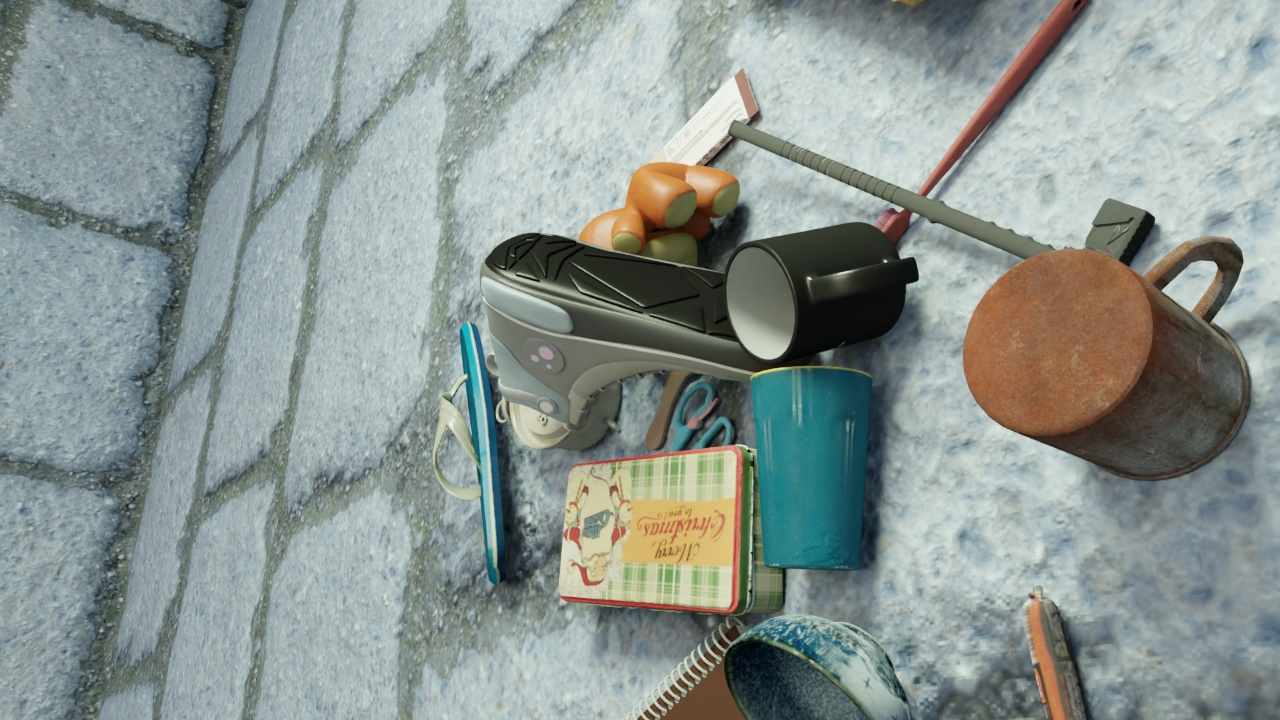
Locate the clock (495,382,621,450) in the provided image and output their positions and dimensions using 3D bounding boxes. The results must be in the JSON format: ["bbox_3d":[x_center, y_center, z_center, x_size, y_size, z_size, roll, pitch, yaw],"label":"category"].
[{"bbox_3d":[-0.079,0.037,0.846,0.157,0.061,0.103,-15,67,41],"label":"clock"}]

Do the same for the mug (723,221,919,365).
[{"bbox_3d":[0.119,-0.045,0.573,0.114,0.087,0.078,-7,96,64],"label":"mug"}]

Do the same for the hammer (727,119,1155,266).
[{"bbox_3d":[0.159,-0.105,0.604,0.325,0.015,0.095,39,109,45],"label":"hammer"}]

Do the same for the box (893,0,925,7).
[{"bbox_3d":[0.220,-0.464,0.622,0.336,0.286,0.279,-26,40,-9],"label":"box"}]

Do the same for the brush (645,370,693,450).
[{"bbox_3d":[0.028,0.009,0.755,0.050,0.015,0.135,22,93,54],"label":"brush"}]

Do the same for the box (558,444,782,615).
[{"bbox_3d":[0.016,0.127,0.686,0.206,0.050,0.117,-11,73,49],"label":"box"}]

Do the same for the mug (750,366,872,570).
[{"bbox_3d":[0.108,0.070,0.581,0.078,0.078,0.121,-12,71,50],"label":"mug"}]

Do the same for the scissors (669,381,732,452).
[{"bbox_3d":[0.032,0.088,0.725,0.076,0.015,0.142,48,120,47],"label":"scissors"}]

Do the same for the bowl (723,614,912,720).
[{"bbox_3d":[0.111,0.187,0.525,0.114,0.060,0.115,32,140,31],"label":"bowl"}]

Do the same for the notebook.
[{"bbox_3d":[0.035,0.304,0.619,0.210,0.022,0.171,-52,43,25],"label":"notebook"}]

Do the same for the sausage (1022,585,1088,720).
[{"bbox_3d":[0.209,0.186,0.444,0.020,0.020,0.155,-30,53,42],"label":"sausage"}]

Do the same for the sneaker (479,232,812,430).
[{"bbox_3d":[-0.004,0.003,0.704,0.092,0.257,0.161,-56,-22,-48],"label":"sneaker"}]

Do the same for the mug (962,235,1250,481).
[{"bbox_3d":[0.228,-0.009,0.430,0.123,0.110,0.096,-59,43,18],"label":"mug"}]

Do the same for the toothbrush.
[{"bbox_3d":[0.211,-0.151,0.585,0.190,0.016,0.016,-55,35,23],"label":"toothbrush"}]

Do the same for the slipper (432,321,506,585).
[{"bbox_3d":[-0.176,0.082,0.920,0.118,0.060,0.294,111,152,-53],"label":"slipper"}]

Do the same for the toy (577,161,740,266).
[{"bbox_3d":[0.001,-0.098,0.763,0.177,0.111,0.096,-31,84,44],"label":"toy"}]

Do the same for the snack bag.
[{"bbox_3d":[0.044,-0.187,0.818,0.158,0.013,0.057,-41,49,36],"label":"snack bag"}]
